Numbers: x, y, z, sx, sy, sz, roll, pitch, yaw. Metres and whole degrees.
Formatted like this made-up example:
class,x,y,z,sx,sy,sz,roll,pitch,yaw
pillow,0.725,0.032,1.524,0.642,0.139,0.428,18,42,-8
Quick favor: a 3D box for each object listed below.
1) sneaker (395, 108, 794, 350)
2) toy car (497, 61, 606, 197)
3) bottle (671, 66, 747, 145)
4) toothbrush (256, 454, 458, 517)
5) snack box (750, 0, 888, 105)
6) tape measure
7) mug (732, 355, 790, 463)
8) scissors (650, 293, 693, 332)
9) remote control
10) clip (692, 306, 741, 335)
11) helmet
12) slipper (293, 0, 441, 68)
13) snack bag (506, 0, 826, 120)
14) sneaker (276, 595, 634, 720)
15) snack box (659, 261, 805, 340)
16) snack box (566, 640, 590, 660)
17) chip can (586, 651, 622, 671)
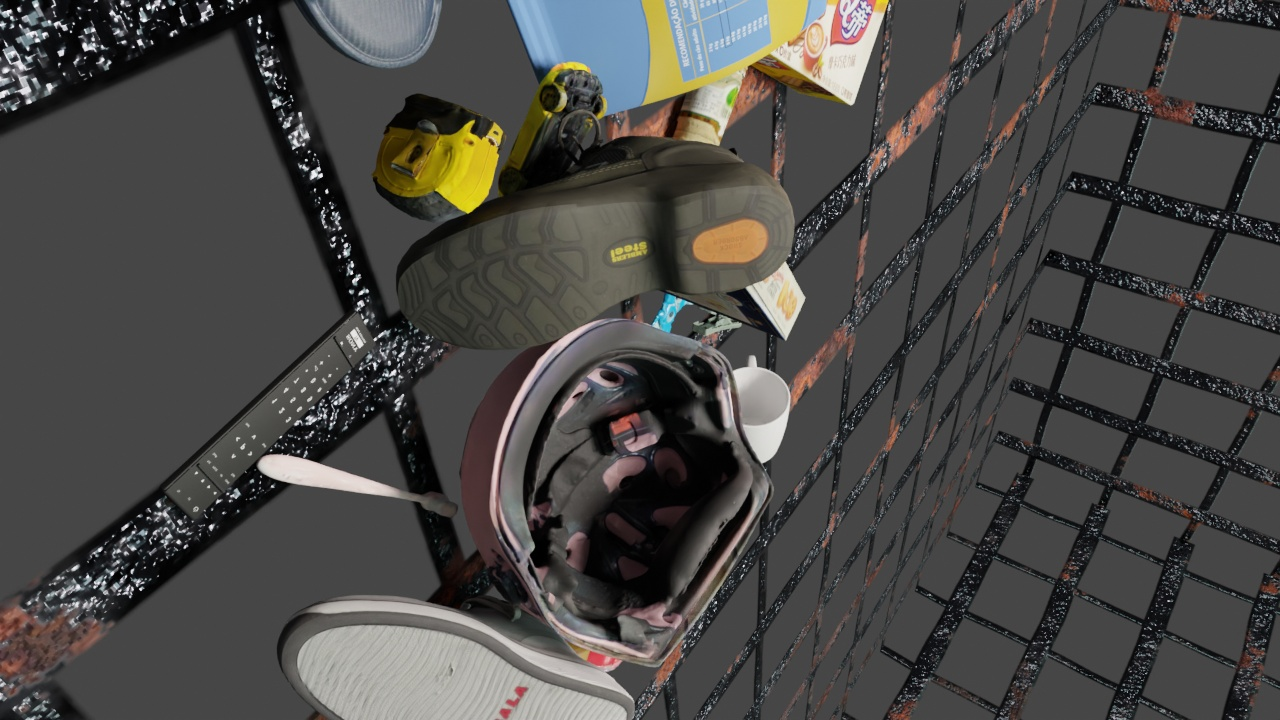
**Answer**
class,x,y,z,sx,sy,sz,roll,pitch,yaw
sneaker,-0.035,-0.097,0.574,0.142,0.238,0.101,-101,178,-51
toy car,-0.060,-0.142,0.595,0.049,0.030,0.107,-10,136,-56
bottle,0.050,-0.193,0.743,0.043,0.043,0.111,11,100,-61
toothbrush,-0.175,0.082,0.590,0.015,0.018,0.181,-64,151,-5
snack box,0.137,-0.302,0.787,0.229,0.062,0.110,-3,113,-59
tape measure,-0.113,-0.109,0.500,0.064,0.066,0.037,-65,155,-1
mug,0.124,0.052,1.032,0.088,0.081,0.114,84,8,-52
scissors,0.023,-0.053,0.836,0.140,0.013,0.114,-53,149,-18
remote control,-0.202,0.028,0.509,0.139,0.009,0.030,-50,148,-27
clip,0.082,-0.051,0.926,0.078,0.023,0.049,-23,131,-49
helmet,-0.032,0.085,0.683,0.255,0.153,0.229,49,65,-34
slipper,-0.105,-0.254,0.389,0.101,0.082,0.264,-30,135,-45
snack bag,0.011,-0.253,0.587,0.205,0.102,0.159,-35,144,-9
sneaker,-0.131,0.208,0.660,0.263,0.129,0.097,26,96,-31
snack box,0.041,-0.079,0.702,0.042,0.145,0.144,-63,152,-7
snack box,-0.143,0.317,0.764,0.202,0.069,0.155,1,109,-60
chip can,-0.016,0.168,0.841,0.073,0.073,0.233,-10,123,-57
